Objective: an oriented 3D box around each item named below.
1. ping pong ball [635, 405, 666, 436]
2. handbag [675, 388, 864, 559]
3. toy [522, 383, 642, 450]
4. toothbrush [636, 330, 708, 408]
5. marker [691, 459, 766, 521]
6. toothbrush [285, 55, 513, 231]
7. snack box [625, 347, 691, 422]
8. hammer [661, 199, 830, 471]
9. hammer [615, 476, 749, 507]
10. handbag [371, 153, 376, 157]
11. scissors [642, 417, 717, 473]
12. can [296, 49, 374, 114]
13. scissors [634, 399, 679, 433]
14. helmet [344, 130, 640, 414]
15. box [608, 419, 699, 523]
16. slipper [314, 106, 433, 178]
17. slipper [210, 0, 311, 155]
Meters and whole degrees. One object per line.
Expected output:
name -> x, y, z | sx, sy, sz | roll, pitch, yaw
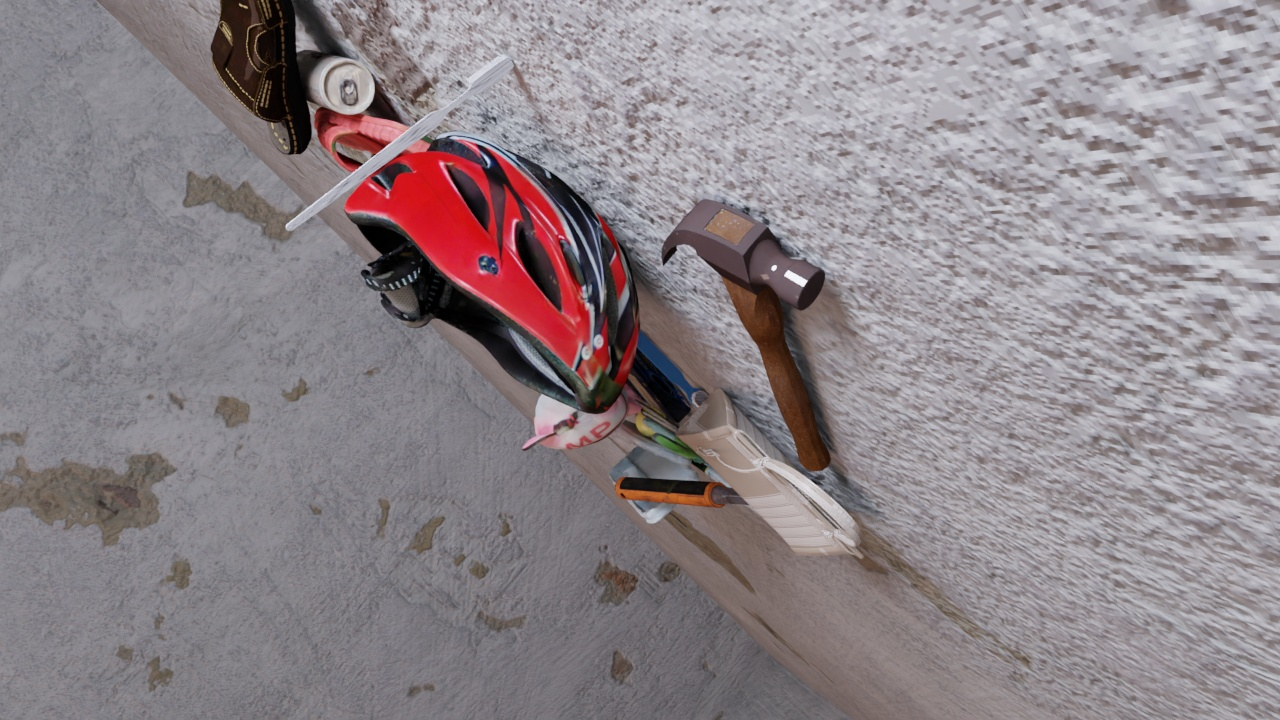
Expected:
ping pong ball -> 0.014, 0.078, 1.181 | 0.040, 0.040, 0.040 | 41, 169, 10
handbag -> 0.135, 0.114, 0.806 | 0.175, 0.062, 0.198 | 45, 173, -11
toy -> -0.072, 0.060, 1.132 | 0.213, 0.142, 0.084 | -43, -68, -83
toothbrush -> 0.020, -0.001, 0.930 | 0.166, 0.016, 0.014 | 45, 169, -8
marker -> 0.122, 0.168, 1.200 | 0.146, 0.017, 0.017 | 36, 167, 29
toothbrush -> -0.154, -0.141, 0.588 | 0.010, 0.181, 0.010 | 36, 162, 45
snack box -> -0.006, 0.006, 1.013 | 0.082, 0.027, 0.150 | 35, 167, 44
hammer -> 0.097, 0.002, 0.647 | 0.115, 0.033, 0.323 | 33, 166, 33
hammer -> 0.066, 0.144, 1.046 | 0.315, 0.034, 0.138 | -6, 130, 53
handbag -> -0.282, -0.201, 1.155 | 0.138, 0.063, 0.166 | 55, -179, 34
scissors -> 0.067, 0.114, 1.116 | 0.171, 0.023, 0.168 | 34, 175, -42
can -> -0.323, -0.288, 0.946 | 0.136, 0.054, 0.054 | 29, 162, 49
scissors -> 0.082, 0.105, 1.058 | 0.179, 0.015, 0.187 | 39, 170, -22
helmet -> -0.106, -0.067, 0.731 | 0.272, 0.166, 0.217 | 39, 168, 17
box -> -0.008, 0.121, 1.267 | 0.124, 0.106, 0.215 | 55, 170, -18
slipper -> -0.278, -0.218, 0.969 | 0.103, 0.059, 0.249 | 22, 180, -42
slipper -> -0.373, -0.299, 0.875 | 0.113, 0.075, 0.269 | 51, 152, 21
